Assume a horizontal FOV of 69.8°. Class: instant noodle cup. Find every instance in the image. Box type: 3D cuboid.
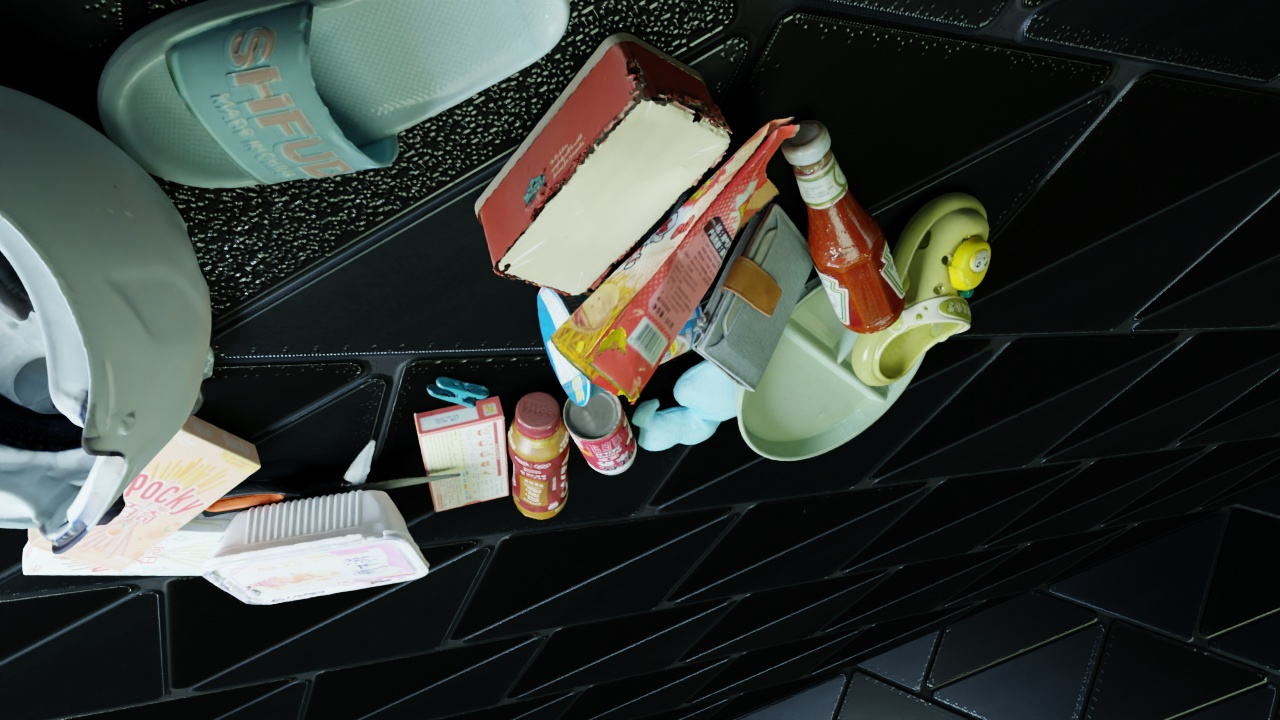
[{"bbox_3d":[-0.289,0.167,0.832,0.173,0.060,0.138,-10,153,-7],"label":"instant noodle cup"},{"bbox_3d":[-0.013,-0.028,0.724,0.109,0.099,0.099,-19,149,-19],"label":"instant noodle cup"}]

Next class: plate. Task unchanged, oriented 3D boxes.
[{"bbox_3d":[0.185,0.001,0.882,0.229,0.027,0.231,-18,133,-20],"label":"plate"}]

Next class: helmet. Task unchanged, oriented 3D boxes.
[{"bbox_3d":[-0.319,-0.033,0.459,0.229,0.145,0.259,43,133,-12],"label":"helmet"}]

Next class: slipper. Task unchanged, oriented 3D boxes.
[{"bbox_3d":[-0.149,-0.145,0.477,0.245,0.074,0.104,-22,149,-1],"label":"slipper"},{"bbox_3d":[0.260,-0.050,0.811,0.091,0.081,0.191,4,119,-40],"label":"slipper"}]

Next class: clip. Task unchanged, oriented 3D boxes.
[{"bbox_3d":[-0.157,0.027,0.792,0.046,0.014,0.057,-37,146,28],"label":"clip"}]

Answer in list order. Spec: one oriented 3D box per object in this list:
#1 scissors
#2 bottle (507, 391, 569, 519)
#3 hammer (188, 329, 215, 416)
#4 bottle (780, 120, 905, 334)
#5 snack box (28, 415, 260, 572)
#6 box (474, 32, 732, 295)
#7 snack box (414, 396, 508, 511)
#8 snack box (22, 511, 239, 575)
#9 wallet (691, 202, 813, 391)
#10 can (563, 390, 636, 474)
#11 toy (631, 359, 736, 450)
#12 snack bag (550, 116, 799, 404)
[{"bbox_3d":[-0.284,0.121,0.837,0.220,0.021,0.231,2,149,-27],"label":"scissors"},{"bbox_3d":[-0.098,0.092,0.884,0.057,0.057,0.175,-13,148,-13],"label":"bottle"},{"bbox_3d":[-0.434,-0.012,0.557,0.322,0.032,0.126,3,142,-32],"label":"hammer"},{"bbox_3d":[0.158,-0.101,0.719,0.060,0.059,0.206,-27,135,10],"label":"bottle"},{"bbox_3d":[-0.396,0.107,0.737,0.157,0.026,0.084,-36,145,5],"label":"snack box"},{"bbox_3d":[-0.024,-0.113,0.594,0.091,0.077,0.169,13,136,-42],"label":"box"},{"bbox_3d":[-0.167,0.093,0.874,0.077,0.027,0.156,-11,147,-14],"label":"snack box"},{"bbox_3d":[-0.449,0.161,0.818,0.156,0.026,0.085,11,136,-42],"label":"snack box"},{"bbox_3d":[0.095,-0.049,0.732,0.106,0.037,0.129,34,80,-56],"label":"wallet"},{"bbox_3d":[-0.036,0.069,0.873,0.053,0.053,0.133,-20,158,-1],"label":"can"},{"bbox_3d":[0.073,0.034,0.901,0.161,0.049,0.157,-3,141,-24],"label":"toy"},{"bbox_3d":[0.031,-0.069,0.629,0.207,0.073,0.128,-50,171,-6],"label":"snack bag"}]
